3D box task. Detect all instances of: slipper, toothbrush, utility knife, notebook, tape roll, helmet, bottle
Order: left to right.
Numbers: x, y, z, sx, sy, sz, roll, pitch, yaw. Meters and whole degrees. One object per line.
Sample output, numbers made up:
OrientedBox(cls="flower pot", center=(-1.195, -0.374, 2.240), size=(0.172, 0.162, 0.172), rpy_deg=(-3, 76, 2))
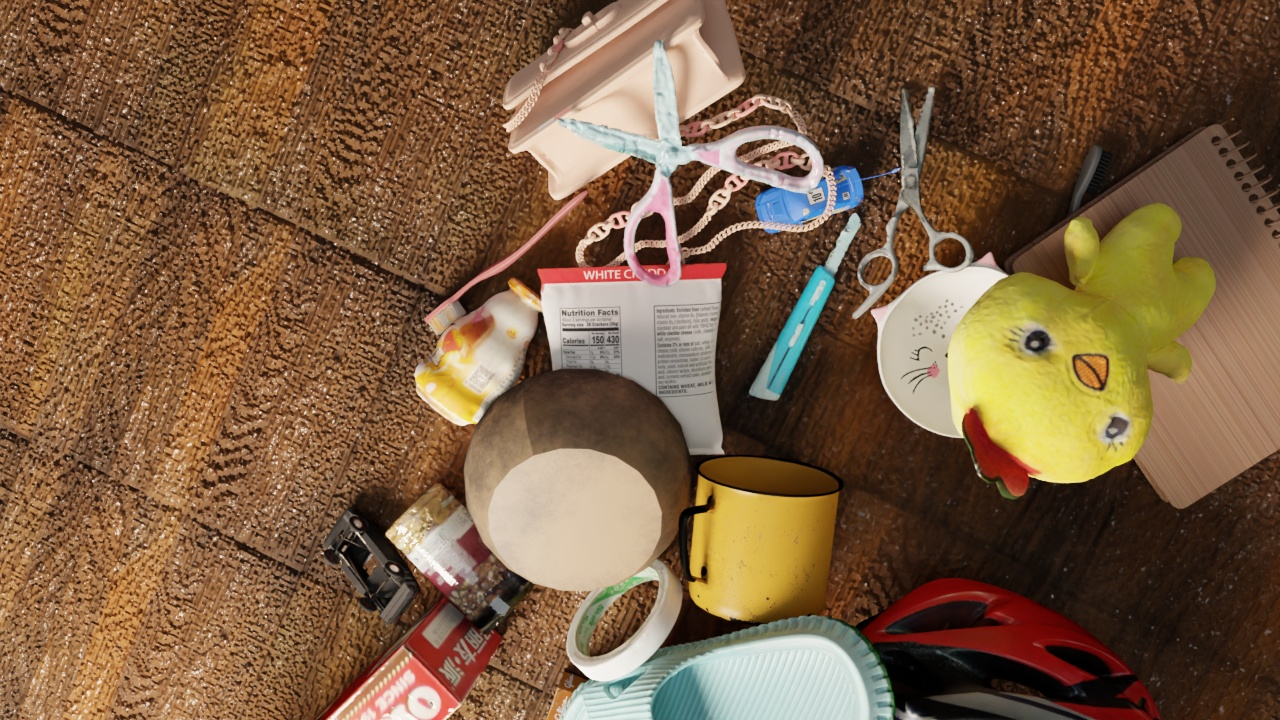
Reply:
OrientedBox(cls="bottle", center=(-0.134, 0.147, 0.684), size=(0.105, 0.056, 0.056), rpy_deg=(45, 98, 0))
OrientedBox(cls="bottle", center=(-0.112, -0.008, 0.662), size=(0.063, 0.063, 0.109), rpy_deg=(38, 90, 1))
OrientedBox(cls="toothbrush", center=(-0.094, -0.066, 0.637), size=(0.185, 0.015, 0.015), rpy_deg=(-33, 94, 37))
OrientedBox(cls="tape roll", center=(-0.012, 0.183, 0.656), size=(0.094, 0.093, 0.018), rpy_deg=(-37, 111, 8))
OrientedBox(cls="slipper", center=(0.033, 0.241, 0.595), size=(0.277, 0.069, 0.116), rpy_deg=(-30, 68, 30))
OrientedBox(cls="utility knife", center=(0.119, -0.039, 0.659), size=(0.022, 0.015, 0.149), rpy_deg=(25, 96, 0))
OrientedBox(cls="helmet", center=(0.244, 0.278, 0.619), size=(0.272, 0.166, 0.218), rpy_deg=(32, 102, -10))
OrientedBox(cls="toothbrush", center=(0.289, -0.067, 0.637), size=(0.013, 0.013, 0.167), rpy_deg=(19, 98, -4))
OrientedBox(cls="notebook", center=(0.377, -0.030, 0.619), size=(0.169, 0.022, 0.210), rpy_deg=(-36, 95, 7))

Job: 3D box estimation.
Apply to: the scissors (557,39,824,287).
OrientedBox(cls="scissors", center=(0.037, -0.121, 0.578), size=(0.175, 0.013, 0.171), rpy_deg=(-7, 129, 1))

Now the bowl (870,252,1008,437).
OrientedBox(cls="bowl", center=(0.218, -0.008, 0.632), size=(0.115, 0.050, 0.115), rpy_deg=(1, 96, 6))

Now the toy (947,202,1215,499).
OrientedBox(cls="toy", center=(0.266, -0.007, 0.559), size=(0.207, 0.092, 0.134), rpy_deg=(-41, 97, -1))

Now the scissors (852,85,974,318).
OrientedBox(cls="scissors", center=(0.172, -0.109, 0.621), size=(0.121, 0.014, 0.159), rpy_deg=(-26, 65, 16))

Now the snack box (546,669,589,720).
OrientedBox(cls="snack box", center=(0.012, 0.319, 0.699), size=(0.186, 0.031, 0.101), rpy_deg=(19, 98, 4))

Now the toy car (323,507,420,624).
OrientedBox(cls="toy car", center=(-0.202, 0.155, 0.697), size=(0.092, 0.037, 0.040), rpy_deg=(41, 101, 26))

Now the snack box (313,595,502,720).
OrientedBox(cls="snack box", center=(-0.214, 0.281, 0.679), size=(0.236, 0.113, 0.060), rpy_deg=(-44, 91, 8))

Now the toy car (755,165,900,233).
OrientedBox(cls="toy car", center=(0.125, -0.114, 0.625), size=(0.092, 0.062, 0.033), rpy_deg=(-17, 94, 8))

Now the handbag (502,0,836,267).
OrientedBox(cls="handbag", center=(0.007, -0.154, 0.637), size=(0.199, 0.116, 0.187), rpy_deg=(-28, 130, 23))

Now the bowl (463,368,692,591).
OrientedBox(cls="bowl", center=(-0.044, 0.092, 0.635), size=(0.162, 0.070, 0.162), rpy_deg=(0, 116, -1))

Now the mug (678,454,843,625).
OrientedBox(cls="mug", center=(0.074, 0.124, 0.630), size=(0.123, 0.101, 0.094), rpy_deg=(-1, 100, -35))

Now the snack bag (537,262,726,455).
OrientedBox(cls="snack bag", center=(-0.004, 0.004, 0.657), size=(0.131, 0.039, 0.144), rpy_deg=(-2, 107, -1))
